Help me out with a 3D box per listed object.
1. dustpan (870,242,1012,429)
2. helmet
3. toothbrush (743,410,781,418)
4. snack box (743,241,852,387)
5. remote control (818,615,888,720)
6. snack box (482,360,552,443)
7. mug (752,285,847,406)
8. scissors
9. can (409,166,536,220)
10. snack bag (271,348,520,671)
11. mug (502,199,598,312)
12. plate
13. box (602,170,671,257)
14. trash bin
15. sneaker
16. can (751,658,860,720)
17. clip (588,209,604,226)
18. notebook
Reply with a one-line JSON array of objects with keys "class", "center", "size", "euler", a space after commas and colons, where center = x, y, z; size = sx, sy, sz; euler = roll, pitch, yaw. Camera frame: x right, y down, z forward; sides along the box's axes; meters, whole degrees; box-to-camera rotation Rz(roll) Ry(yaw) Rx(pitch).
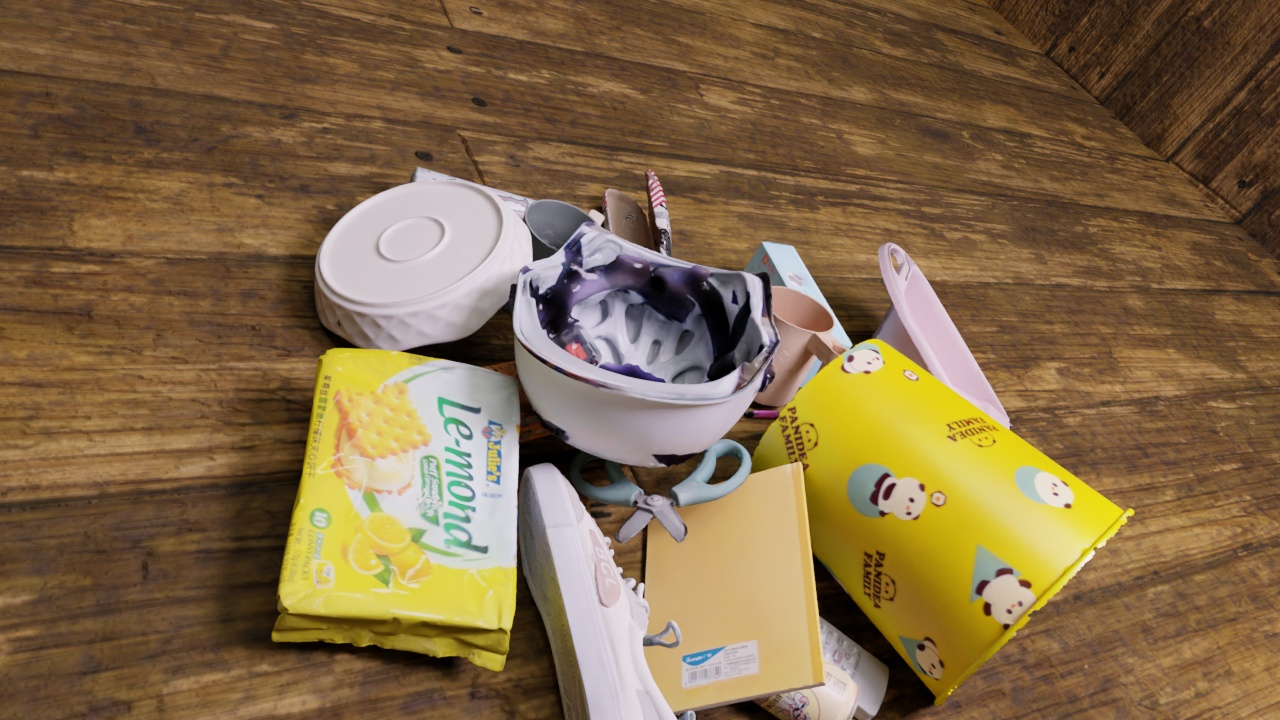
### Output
[{"class": "dustpan", "center": [0.362, -0.008, 1.069], "size": [0.273, 0.139, 0.222], "euler": [32, 26, 5]}, {"class": "helmet", "center": [-0.005, 0.005, 0.791], "size": [0.229, 0.146, 0.257], "euler": [14, 36, 3]}, {"class": "toothbrush", "center": [0.192, 0.063, 1.010], "size": [0.189, 0.014, 0.017], "euler": [3, 43, -29]}, {"class": "snack box", "center": [0.175, -0.055, 1.077], "size": [0.051, 0.074, 0.174], "euler": [3, 46, -29]}, {"class": "remote control", "center": [0.143, 0.241, 0.782], "size": [0.150, 0.021, 0.058], "euler": [36, 39, 5]}, {"class": "snack box", "center": [-0.127, 0.040, 0.820], "size": [0.153, 0.026, 0.075], "euler": [-13, 55, -41]}, {"class": "mug", "center": [0.158, -0.002, 0.972], "size": [0.084, 0.104, 0.124], "euler": [-4, 41, -35]}, {"class": "scissors", "center": [0.004, 0.101, 0.786], "size": [0.181, 0.019, 0.169], "euler": [13, 31, 32]}, {"class": "can", "center": [-0.175, -0.159, 0.977], "size": [0.146, 0.058, 0.058], "euler": [13, 42, -21]}, {"class": "snack bag", "center": [-0.173, 0.100, 0.676], "size": [0.158, 0.068, 0.246], "euler": [11, 50, -19]}, {"class": "mug", "center": [-0.078, -0.085, 0.925], "size": [0.124, 0.104, 0.083], "euler": [36, 39, 5]}, {"class": "plate", "center": [-0.201, -0.095, 0.831], "size": [0.205, 0.046, 0.204], "euler": [-5, 48, 5]}, {"class": "box", "center": [-0.009, -0.155, 1.085], "size": [0.087, 0.076, 0.162], "euler": [-10, 47, -1]}, {"class": "trash bin", "center": [0.249, 0.130, 0.820], "size": [0.229, 0.230, 0.255], "euler": [-19, 54, -44]}, {"class": "sneaker", "center": [-0.028, 0.177, 0.684], "size": [0.090, 0.090, 0.242], "euler": [-3, 51, -24]}, {"class": "can", "center": [0.109, 0.247, 0.724], "size": [0.116, 0.059, 0.058], "euler": [33, 39, 2]}, {"class": "clip", "center": [-0.068, -0.123, 1.014], "size": [0.034, 0.066, 0.099], "euler": [29, 50, -2]}, {"class": "notebook", "center": [0.067, 0.176, 0.727], "size": [0.010, 0.146, 0.205], "euler": [57, 23, -35]}]
